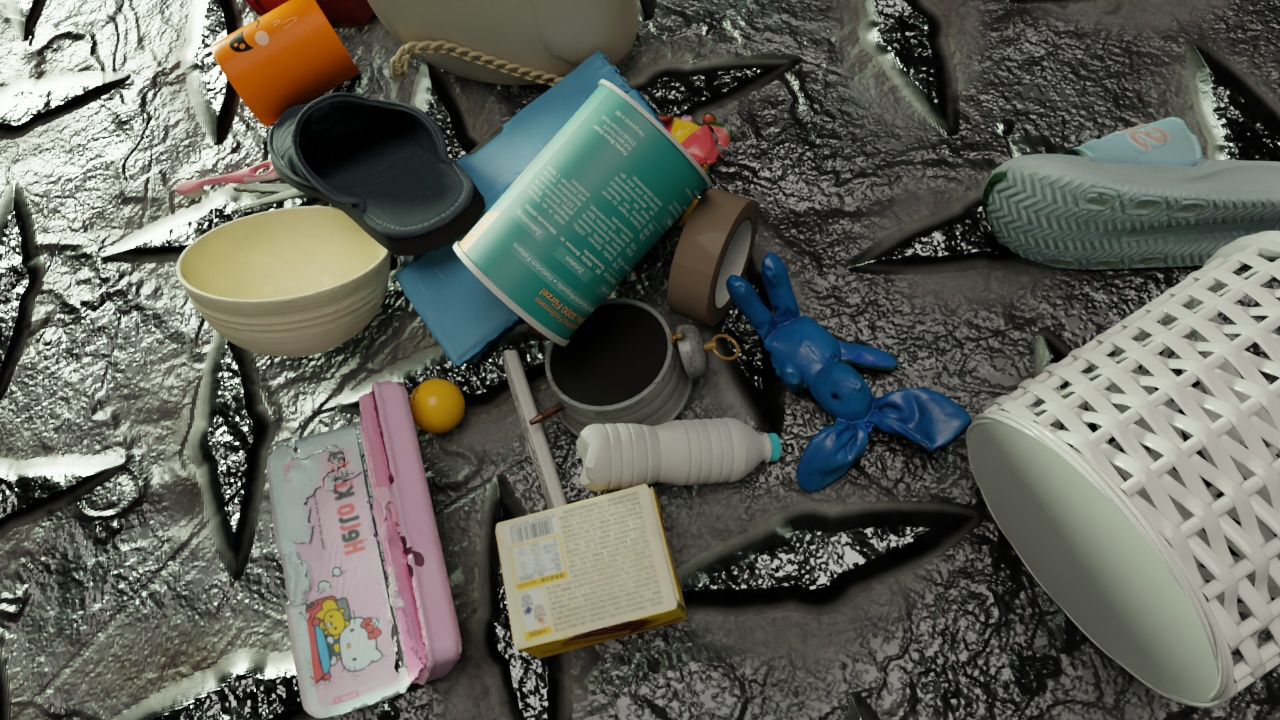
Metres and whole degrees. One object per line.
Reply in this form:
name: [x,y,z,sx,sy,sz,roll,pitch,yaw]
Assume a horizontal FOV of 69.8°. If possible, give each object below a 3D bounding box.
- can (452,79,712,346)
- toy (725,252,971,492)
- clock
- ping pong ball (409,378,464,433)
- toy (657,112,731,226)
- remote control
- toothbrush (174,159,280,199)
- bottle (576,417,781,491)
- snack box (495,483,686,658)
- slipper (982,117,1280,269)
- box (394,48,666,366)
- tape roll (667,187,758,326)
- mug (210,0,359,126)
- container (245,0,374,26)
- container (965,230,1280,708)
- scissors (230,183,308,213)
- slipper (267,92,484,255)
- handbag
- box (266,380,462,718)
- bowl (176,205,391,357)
can: [-0.038,-0.096,0.607,0.144,0.099,0.099,-47,67,4]
toy: [0.120,0.011,0.621,0.112,0.071,0.176,-38,77,-5]
clock: [-0.004,0.004,0.649,0.148,0.056,0.103,-11,57,9]
ping pong ball: [-0.148,0.033,0.669,0.040,0.040,0.040,-3,67,8]
toy: [0.026,-0.156,0.720,0.084,0.046,0.103,8,73,-2]
remote control: [-0.075,0.053,0.653,0.012,0.033,0.130,-15,65,-14]
toothbrush: [-0.337,-0.163,0.798,0.135,0.016,0.021,-15,66,0]
bottle: [0.027,0.062,0.614,0.136,0.044,0.044,-2,65,-13]
snack box: [-0.031,0.137,0.594,0.106,0.061,0.083,-15,65,3]
slipper: [0.354,-0.113,0.618,0.245,0.104,0.074,1,65,3]
box: [-0.089,-0.125,0.697,0.232,0.060,0.175,-37,65,7]
tape roll: [0.052,-0.073,0.651,0.030,0.094,0.093,21,72,17]
mug: [-0.314,-0.270,0.814,0.096,0.078,0.112,-32,35,-5]
container: [-0.330,-0.396,0.842,0.201,0.127,0.147,17,71,9]
container: [0.315,0.057,0.502,0.186,0.189,0.189,-32,66,-4]
scissors: [-0.268,-0.158,0.785,0.153,0.014,0.130,22,73,14]
slipper: [-0.220,-0.173,0.710,0.108,0.083,0.265,-37,47,-19]
handbag: [-0.112,-0.301,0.711,0.209,0.211,0.103,3,67,8]
box: [-0.194,0.125,0.619,0.101,0.111,0.201,-8,64,-22]
bowl: [-0.258,-0.051,0.691,0.151,0.075,0.150,0,35,0]
